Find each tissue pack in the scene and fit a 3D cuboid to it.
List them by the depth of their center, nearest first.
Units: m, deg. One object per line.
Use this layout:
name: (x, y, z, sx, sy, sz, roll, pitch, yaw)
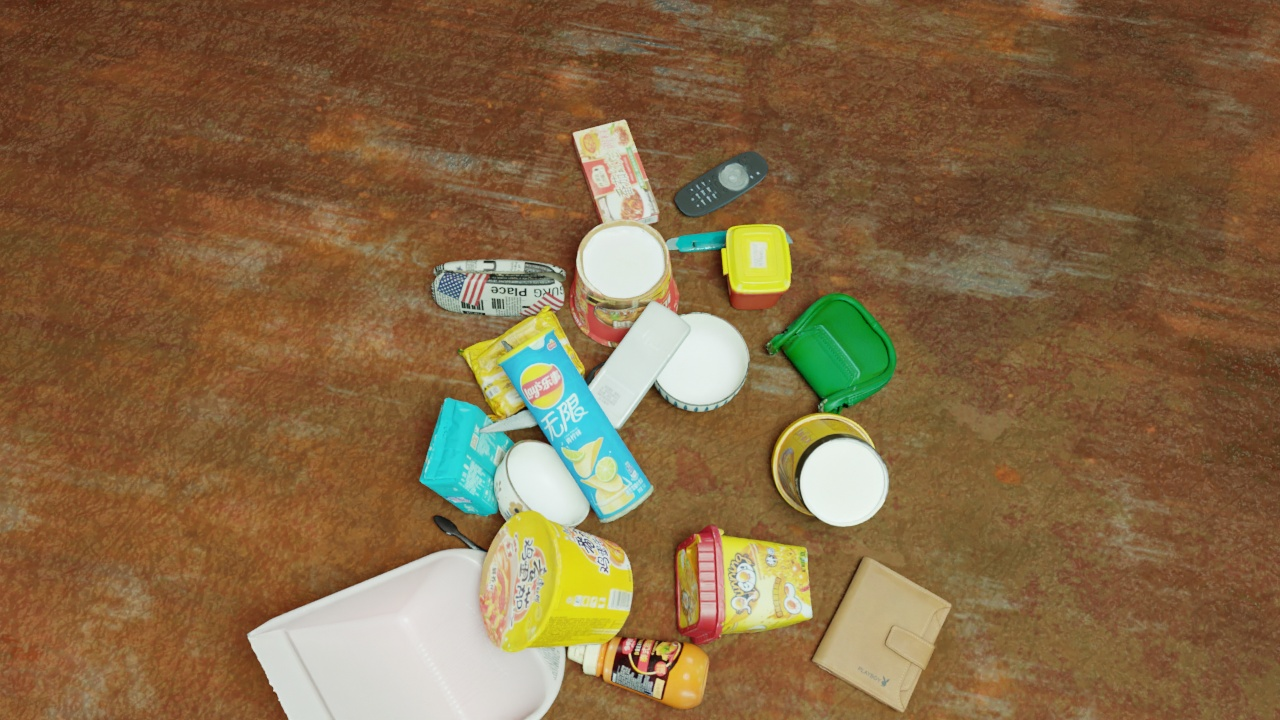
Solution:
tissue pack: (-0.190, 0.109, 1.008, 0.050, 0.133, 0.093, 3, 63, 18)

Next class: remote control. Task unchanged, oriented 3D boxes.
remote control: (-0.006, 0.006, 1.038, 0.058, 0.021, 0.150, 36, 83, 7)
remote control: (0.106, -0.228, 1.200, 0.136, 0.024, 0.053, -32, 70, -13)

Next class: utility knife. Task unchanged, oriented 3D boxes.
utility knife: (0.112, -0.154, 1.177, 0.166, 0.013, 0.029, -6, 67, -3)

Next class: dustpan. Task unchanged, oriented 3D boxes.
dustpan: (-0.203, 0.293, 0.899, 0.139, 0.273, 0.222, -41, 75, 15)

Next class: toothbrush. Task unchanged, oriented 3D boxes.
toothbrush: (-0.157, 0.231, 1.026, 0.189, 0.016, 0.014, 34, 68, 10)

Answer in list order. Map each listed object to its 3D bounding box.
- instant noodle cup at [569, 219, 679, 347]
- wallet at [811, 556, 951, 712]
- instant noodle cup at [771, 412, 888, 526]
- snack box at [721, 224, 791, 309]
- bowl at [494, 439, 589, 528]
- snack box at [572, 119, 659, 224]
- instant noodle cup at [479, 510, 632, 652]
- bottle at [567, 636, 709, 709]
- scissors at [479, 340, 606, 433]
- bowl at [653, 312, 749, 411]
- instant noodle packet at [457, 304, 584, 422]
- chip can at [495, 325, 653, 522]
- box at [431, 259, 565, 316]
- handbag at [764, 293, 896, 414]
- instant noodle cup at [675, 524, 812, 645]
instant noodle cup: (-0.021, -0.099, 1.104, 0.138, 0.109, 0.137, 0, 68, 0)
wallet: (0.262, 0.295, 0.993, 0.108, 0.031, 0.131, 29, 72, 12)
instant noodle cup: (0.209, 0.121, 0.996, 0.118, 0.114, 0.118, 0, 93, -1)
snack box: (0.138, -0.111, 1.124, 0.082, 0.080, 0.091, -1, 69, -2)
bowl: (-0.119, 0.150, 1.020, 0.062, 0.113, 0.113, -43, 69, 30)
snack box: (-0.033, -0.240, 1.204, 0.075, 0.025, 0.152, -16, 70, -7)
instant noodle cup: (-0.082, 0.230, 0.938, 0.109, 0.138, 0.137, 19, 62, -37)
bottle: (-0.005, 0.321, 0.967, 0.149, 0.067, 0.066, 9, 68, 11)
scissors: (-0.076, 0.064, 1.044, 0.233, 0.022, 0.221, -24, 90, -36)
bowl: (0.067, 0.009, 1.084, 0.116, 0.066, 0.116, 0, 70, 0)
instant noodle packet: (-0.141, 0.007, 1.097, 0.128, 0.044, 0.110, -27, 72, -8)
chip can: (-0.069, 0.069, 0.988, 0.071, 0.071, 0.210, -34, 95, -13)
box: (-0.174, -0.084, 1.122, 0.163, 0.075, 0.082, 4, 79, -2)
handbag: (0.229, -0.005, 1.090, 0.120, 0.068, 0.131, -34, 72, -12)
instant noodle cup: (0.109, 0.240, 0.976, 0.123, 0.116, 0.116, 4, 67, -12)
